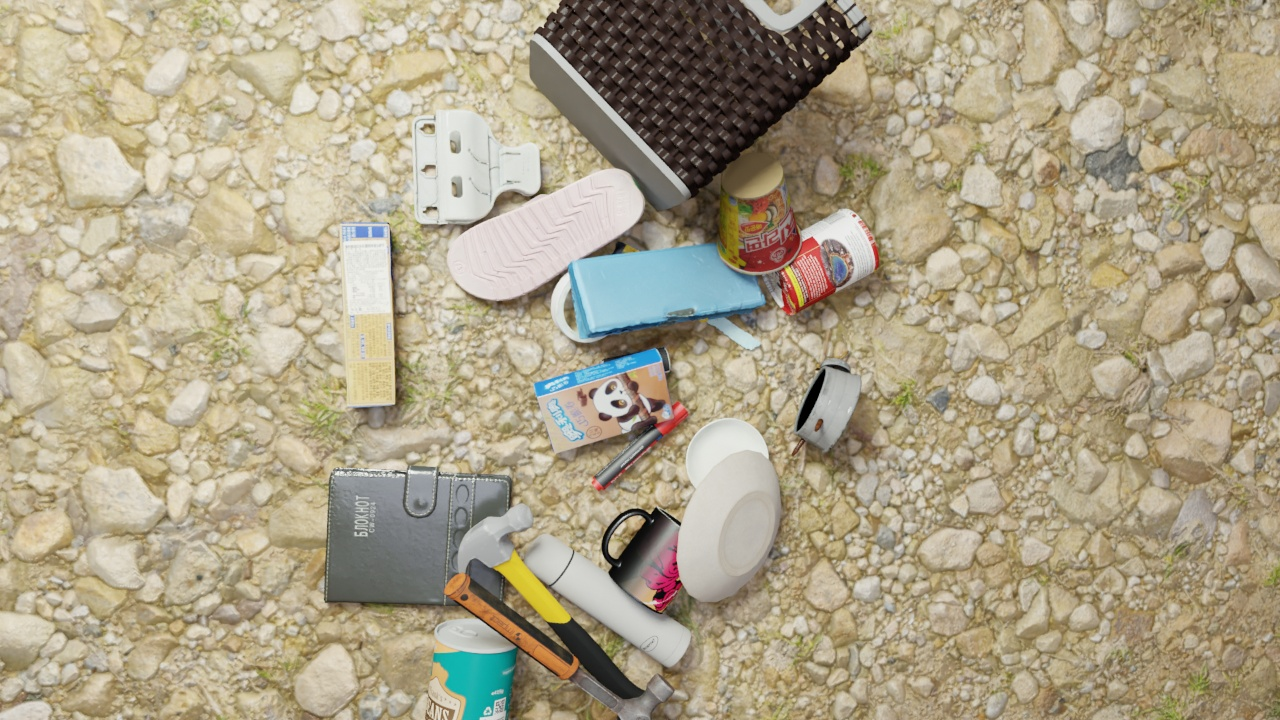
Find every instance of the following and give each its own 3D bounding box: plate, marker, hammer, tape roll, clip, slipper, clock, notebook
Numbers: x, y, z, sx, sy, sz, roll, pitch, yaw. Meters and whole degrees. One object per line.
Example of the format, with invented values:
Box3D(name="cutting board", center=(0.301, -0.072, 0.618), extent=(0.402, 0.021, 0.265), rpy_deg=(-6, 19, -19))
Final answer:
Box3D(name="plate", center=(0.105, 0.122, 1.133), extent=(0.104, 0.026, 0.104), rpy_deg=(-1, 94, -8))
Box3D(name="marker", center=(-0.001, 0.106, 1.118), extent=(0.145, 0.021, 0.023), rpy_deg=(-42, 129, -4))
Box3D(name="hammer", center=(-0.094, 0.307, 1.081), extent=(0.127, 0.029, 0.323), rpy_deg=(-28, 113, 22))
Box3D(name="tape roll", center=(-0.060, -0.068, 1.078), extent=(0.093, 0.018, 0.094), rpy_deg=(-13, 116, -28))
Box3D(name="clip", center=(-0.185, -0.217, 1.038), extent=(0.152, 0.099, 0.126), rpy_deg=(0, 96, 1))
Box3D(name="slipper", center=(-0.106, -0.145, 1.063), extent=(0.239, 0.064, 0.094), rpy_deg=(-26, 101, 7))
Box3D(name="clock", center=(0.232, 0.047, 1.118), extent=(0.056, 0.104, 0.147), rpy_deg=(23, 60, 0))
Box3D(name="hammer", center=(-0.106, 0.345, 1.033), extent=(0.137, 0.035, 0.314), rpy_deg=(-47, 116, -5))
Box3D(name="notebook", center=(-0.261, 0.208, 1.081), extent=(0.209, 0.029, 0.169), rpy_deg=(3, 96, -12))
Box3D(name="plate", center=(0.116, 0.201, 1.086), extent=(0.188, 0.027, 0.189), rpy_deg=(-16, 113, -42))

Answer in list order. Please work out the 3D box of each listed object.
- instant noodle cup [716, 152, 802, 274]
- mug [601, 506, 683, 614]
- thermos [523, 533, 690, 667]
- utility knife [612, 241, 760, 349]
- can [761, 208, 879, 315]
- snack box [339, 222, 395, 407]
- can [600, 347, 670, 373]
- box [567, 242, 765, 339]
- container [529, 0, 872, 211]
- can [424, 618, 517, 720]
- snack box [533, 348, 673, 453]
Box3D(name="instant noodle cup", center=(0.130, -0.168, 1.033), extent=(0.100, 0.112, 0.100), rpy_deg=(-5, 57, 8))
Box3D(name="mug", center=(0.009, 0.228, 1.094), extent=(0.118, 0.082, 0.098), rpy_deg=(37, 87, -18))
Box3D(name="thermos", center=(-0.041, 0.288, 1.107), extent=(0.224, 0.052, 0.052), rpy_deg=(37, 87, -10))
Box3D(name="utility knife", center=(0.057, -0.076, 1.120), extent=(0.217, 0.019, 0.030), rpy_deg=(33, 96, -13))
Box3D(name="can", center=(0.214, -0.118, 1.103), extent=(0.116, 0.086, 0.086), rpy_deg=(-28, 98, -6))
Box3D(name="snack box", center=(-0.308, -0.052, 1.041), extent=(0.056, 0.057, 0.207), rpy_deg=(-2, 94, -13))
Box3D(name="can", center=(-0.007, 0.006, 1.104), extent=(0.080, 0.031, 0.031), rpy_deg=(-11, 95, -8))
Box3D(name="box", center=(0.028, -0.083, 1.074), extent=(0.231, 0.054, 0.093), rpy_deg=(-11, 76, -25))
Box3D(name="container", center=(0.044, -0.329, 0.985), extent=(0.247, 0.245, 0.243), rpy_deg=(45, 90, -9))
Box3D(name="can", center=(-0.198, 0.387, 1.065), extent=(0.099, 0.099, 0.144), rpy_deg=(8, 92, -10))
Box3D(name="snack box", center=(-0.042, 0.048, 1.079), extent=(0.151, 0.034, 0.087), rpy_deg=(-16, 124, -5))
